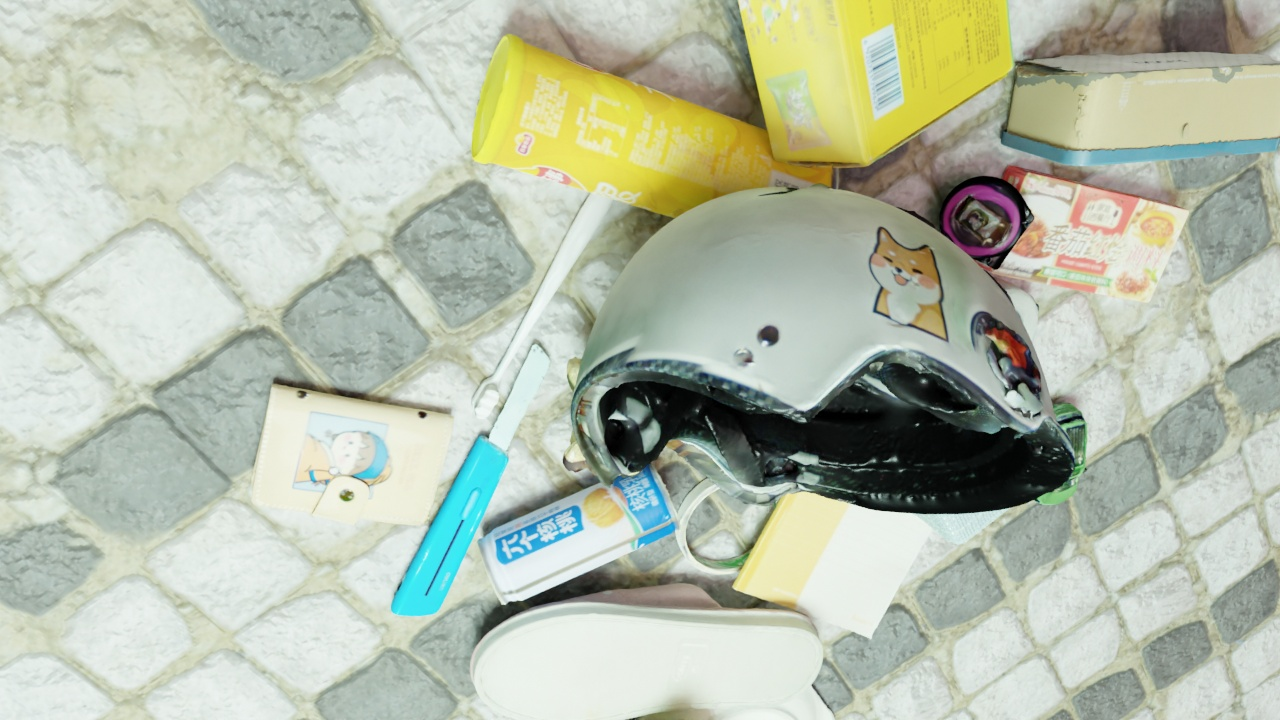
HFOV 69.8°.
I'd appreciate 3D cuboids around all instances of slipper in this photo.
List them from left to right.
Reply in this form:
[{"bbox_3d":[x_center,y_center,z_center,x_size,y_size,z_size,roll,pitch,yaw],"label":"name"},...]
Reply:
[{"bbox_3d":[0.008,0.222,0.702,0.274,0.054,0.114,2,112,-14],"label":"slipper"}]

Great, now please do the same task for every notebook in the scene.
[{"bbox_3d":[0.177,0.111,0.717,0.145,0.010,0.206,25,98,-24],"label":"notebook"}]

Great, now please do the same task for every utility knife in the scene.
[{"bbox_3d":[-0.114,0.086,0.629,0.034,0.018,0.219,22,103,-23],"label":"utility knife"}]

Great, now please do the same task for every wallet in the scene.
[{"bbox_3d":[-0.187,0.066,0.596,0.115,0.024,0.087,12,104,-22],"label":"wallet"}]

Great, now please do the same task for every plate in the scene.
[{"bbox_3d":[0.083,0.329,0.782,0.164,0.034,0.163,-36,117,1],"label":"plate"}]

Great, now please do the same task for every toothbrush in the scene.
[{"bbox_3d":[-0.062,-0.039,0.590,0.016,0.016,0.180,26,103,-27],"label":"toothbrush"}]

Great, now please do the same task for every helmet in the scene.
[{"bbox_3d":[0.099,-0.008,0.515,0.273,0.231,0.156,11,69,-22],"label":"helmet"}]

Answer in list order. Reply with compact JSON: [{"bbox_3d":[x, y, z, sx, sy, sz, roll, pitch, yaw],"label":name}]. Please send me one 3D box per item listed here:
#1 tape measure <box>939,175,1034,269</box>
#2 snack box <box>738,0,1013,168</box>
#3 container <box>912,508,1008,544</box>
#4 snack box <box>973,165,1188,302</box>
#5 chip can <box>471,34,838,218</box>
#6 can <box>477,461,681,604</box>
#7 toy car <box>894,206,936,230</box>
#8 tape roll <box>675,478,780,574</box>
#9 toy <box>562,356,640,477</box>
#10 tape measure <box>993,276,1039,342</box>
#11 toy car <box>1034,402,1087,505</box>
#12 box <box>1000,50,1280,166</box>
[{"bbox_3d":[0.234,-0.097,0.628,0.058,0.039,0.057,37,114,11],"label":"tape measure"},{"bbox_3d":[0.125,-0.233,0.502,0.157,0.070,0.210,-35,120,-29],"label":"snack box"},{"bbox_3d":[0.217,0.060,0.662,0.090,0.090,0.111,-36,118,-5],"label":"container"},{"bbox_3d":[0.325,-0.091,0.677,0.152,0.025,0.075,8,110,-19],"label":"snack box"},{"bbox_3d":[0.011,-0.123,0.545,0.213,0.072,0.072,13,108,-21],"label":"chip can"},{"bbox_3d":[-0.043,0.121,0.643,0.134,0.053,0.053,-23,117,-6],"label":"can"},{"bbox_3d":[0.144,-0.037,0.639,0.071,0.041,0.156,37,100,-26],"label":"toy car"},{"bbox_3d":[0.069,0.124,0.700,0.085,0.014,0.086,-6,114,-14],"label":"tape roll"},{"bbox_3d":[-0.004,0.004,0.606,0.105,0.066,0.157,15,100,-34],"label":"toy"},{"bbox_3d":[0.259,-0.028,0.681,0.065,0.033,0.066,-4,116,-17],"label":"tape measure"},{"bbox_3d":[0.341,0.079,0.751,0.043,0.036,0.091,-15,120,-12],"label":"toy car"},{"bbox_3d":[0.332,-0.170,0.611,0.184,0.089,0.062,-8,115,-11],"label":"box"}]
